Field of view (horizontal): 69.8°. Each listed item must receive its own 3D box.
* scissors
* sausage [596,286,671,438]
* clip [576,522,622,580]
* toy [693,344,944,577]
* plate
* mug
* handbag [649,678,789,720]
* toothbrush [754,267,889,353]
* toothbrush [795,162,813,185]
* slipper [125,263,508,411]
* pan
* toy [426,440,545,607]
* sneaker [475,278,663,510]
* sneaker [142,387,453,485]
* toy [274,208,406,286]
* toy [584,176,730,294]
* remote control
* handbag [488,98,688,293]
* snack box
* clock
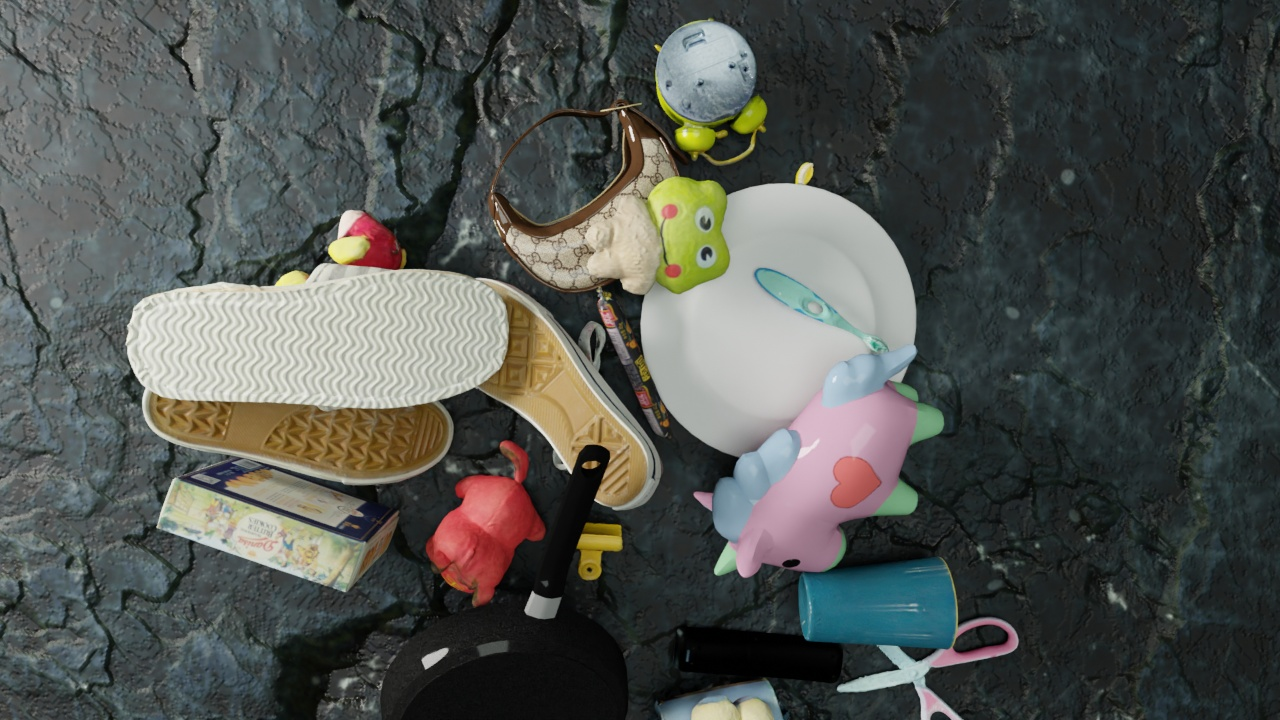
[{"bbox_3d":[0.265,0.298,0.832,0.170,0.014,0.168,-13,94,-3],"label":"scissors"},{"bbox_3d":[-0.005,0.004,0.771,0.020,0.020,0.155,-24,116,-2],"label":"sausage"},{"bbox_3d":[-0.043,0.165,0.797,0.054,0.045,0.048,5,68,-5],"label":"clip"},{"bbox_3d":[0.147,0.085,0.757,0.171,0.120,0.222,4,114,-19],"label":"toy"},{"bbox_3d":[0.121,-0.029,0.789,0.242,0.016,0.242,-1,99,-5],"label":"plate"},{"bbox_3d":[0.202,0.211,0.795,0.121,0.078,0.078,-2,94,2],"label":"mug"},{"bbox_3d":[0.077,0.372,0.772,0.121,0.119,0.192,-6,88,-10],"label":"handbag"},{"bbox_3d":[0.154,-0.040,0.772,0.135,0.017,0.022,30,101,-9],"label":"toothbrush"},{"bbox_3d":[0.122,-0.108,0.794,0.021,0.016,0.135,21,92,-9],"label":"toothbrush"},{"bbox_3d":[-0.238,-0.017,0.698,0.272,0.054,0.114,-4,93,-13],"label":"slipper"},{"bbox_3d":[-0.085,0.221,0.721,0.204,0.044,0.356,12,116,-18],"label":"pan"},{"bbox_3d":[-0.122,0.135,0.757,0.088,0.094,0.133,27,91,-3],"label":"toy"},{"bbox_3d":[-0.066,0.024,0.759,0.118,0.087,0.241,-47,73,12],"label":"sneaker"},{"bbox_3d":[-0.275,0.051,0.754,0.235,0.079,0.087,10,85,-22],"label":"sneaker"},{"bbox_3d":[-0.243,-0.050,0.755,0.105,0.067,0.137,38,98,-3],"label":"toy"},{"bbox_3d":[0.014,-0.095,0.719,0.117,0.043,0.092,-10,109,-15],"label":"toy"},{"bbox_3d":[0.106,0.263,0.816,0.152,0.020,0.041,6,95,-5],"label":"remote control"},{"bbox_3d":[-0.041,-0.139,0.753,0.166,0.063,0.138,-35,105,-4],"label":"handbag"},{"bbox_3d":[-0.276,0.124,0.722,0.145,0.144,0.042,21,88,-5],"label":"snack box"},{"bbox_3d":[0.057,-0.221,0.762,0.083,0.057,0.119,-23,94,-3],"label":"clock"}]
